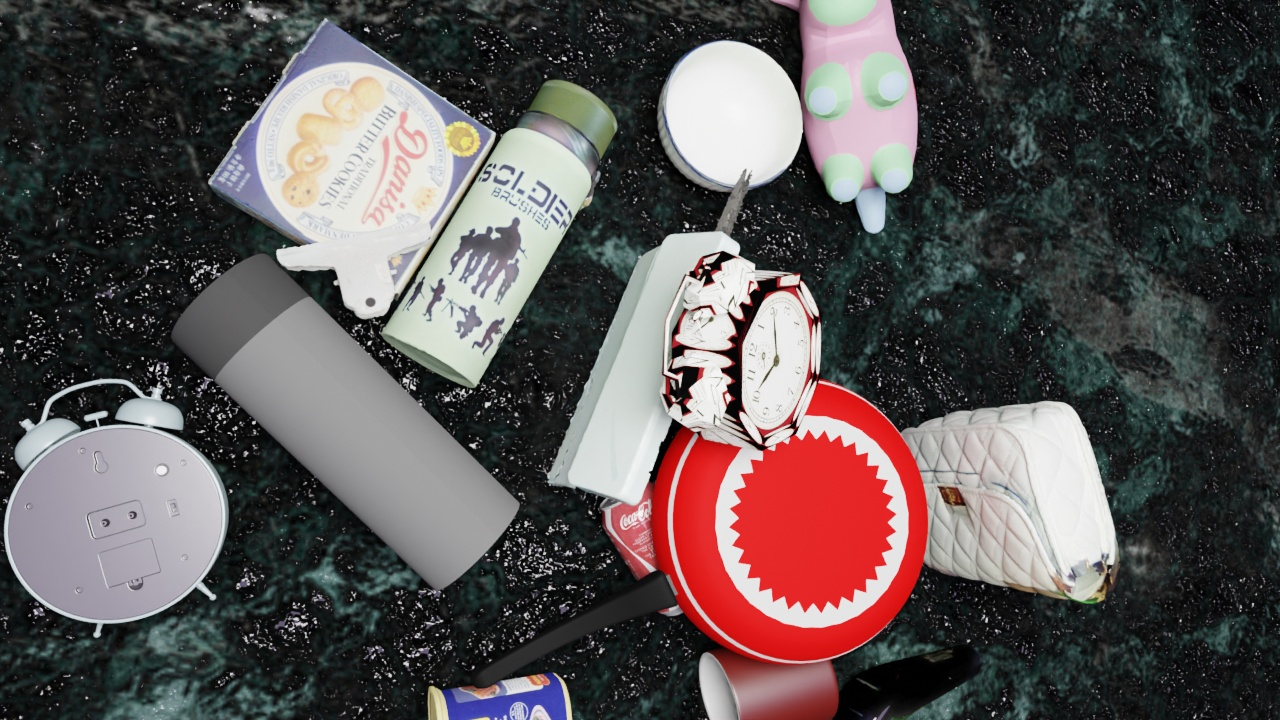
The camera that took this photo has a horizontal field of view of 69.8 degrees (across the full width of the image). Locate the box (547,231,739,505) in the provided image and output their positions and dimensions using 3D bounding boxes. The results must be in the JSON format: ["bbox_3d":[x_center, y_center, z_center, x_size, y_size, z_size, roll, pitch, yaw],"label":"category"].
[{"bbox_3d":[-0.007,0.002,0.659,0.040,0.135,0.196,31,76,-31],"label":"box"}]

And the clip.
[{"bbox_3d":[-0.185,-0.059,0.612,0.101,0.050,0.058,-14,78,-16],"label":"clip"}]

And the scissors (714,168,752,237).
[{"bbox_3d":[0.042,-0.072,0.714,0.121,0.012,0.171,-9,112,-10],"label":"scissors"}]

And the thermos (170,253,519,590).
[{"bbox_3d":[-0.195,0.043,0.621,0.240,0.082,0.082,47,73,-9],"label":"thermos"}]

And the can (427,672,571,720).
[{"bbox_3d":[-0.097,0.284,0.646,0.092,0.057,0.116,-3,86,-20],"label":"can"}]

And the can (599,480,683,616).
[{"bbox_3d":[0.012,0.140,0.696,0.054,0.054,0.096,-33,96,-18],"label":"can"}]

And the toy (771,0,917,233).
[{"bbox_3d":[0.177,-0.227,0.758,0.120,0.170,0.222,-8,122,14],"label":"toy"}]

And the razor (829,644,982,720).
[{"bbox_3d":[0.222,0.279,0.759,0.151,0.054,0.067,-14,100,-26],"label":"razor"}]

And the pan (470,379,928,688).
[{"bbox_3d":[0.048,0.144,0.647,0.355,0.067,0.209,-25,91,-16],"label":"pan"}]

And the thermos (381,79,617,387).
[{"bbox_3d":[-0.094,-0.096,0.672,0.082,0.082,0.231,31,76,-13],"label":"thermos"}]

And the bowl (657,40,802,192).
[{"bbox_3d":[0.064,-0.188,0.738,0.118,0.062,0.118,2,85,-18],"label":"bowl"}]

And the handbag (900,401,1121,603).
[{"bbox_3d":[0.269,0.109,0.712,0.072,0.195,0.139,-13,86,-13],"label":"handbag"}]

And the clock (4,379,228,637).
[{"bbox_3d":[-0.335,0.091,0.591,0.122,0.045,0.159,-16,89,-19],"label":"clock"}]

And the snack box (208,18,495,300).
[{"bbox_3d":[-0.201,-0.141,0.657,0.145,0.043,0.144,32,77,-12],"label":"snack box"}]

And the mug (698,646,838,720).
[{"bbox_3d":[0.097,0.264,0.710,0.082,0.073,0.106,-10,117,-19],"label":"mug"}]

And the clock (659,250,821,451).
[{"bbox_3d":[0.052,-0.007,0.577,0.154,0.065,0.114,20,82,-52],"label":"clock"}]
